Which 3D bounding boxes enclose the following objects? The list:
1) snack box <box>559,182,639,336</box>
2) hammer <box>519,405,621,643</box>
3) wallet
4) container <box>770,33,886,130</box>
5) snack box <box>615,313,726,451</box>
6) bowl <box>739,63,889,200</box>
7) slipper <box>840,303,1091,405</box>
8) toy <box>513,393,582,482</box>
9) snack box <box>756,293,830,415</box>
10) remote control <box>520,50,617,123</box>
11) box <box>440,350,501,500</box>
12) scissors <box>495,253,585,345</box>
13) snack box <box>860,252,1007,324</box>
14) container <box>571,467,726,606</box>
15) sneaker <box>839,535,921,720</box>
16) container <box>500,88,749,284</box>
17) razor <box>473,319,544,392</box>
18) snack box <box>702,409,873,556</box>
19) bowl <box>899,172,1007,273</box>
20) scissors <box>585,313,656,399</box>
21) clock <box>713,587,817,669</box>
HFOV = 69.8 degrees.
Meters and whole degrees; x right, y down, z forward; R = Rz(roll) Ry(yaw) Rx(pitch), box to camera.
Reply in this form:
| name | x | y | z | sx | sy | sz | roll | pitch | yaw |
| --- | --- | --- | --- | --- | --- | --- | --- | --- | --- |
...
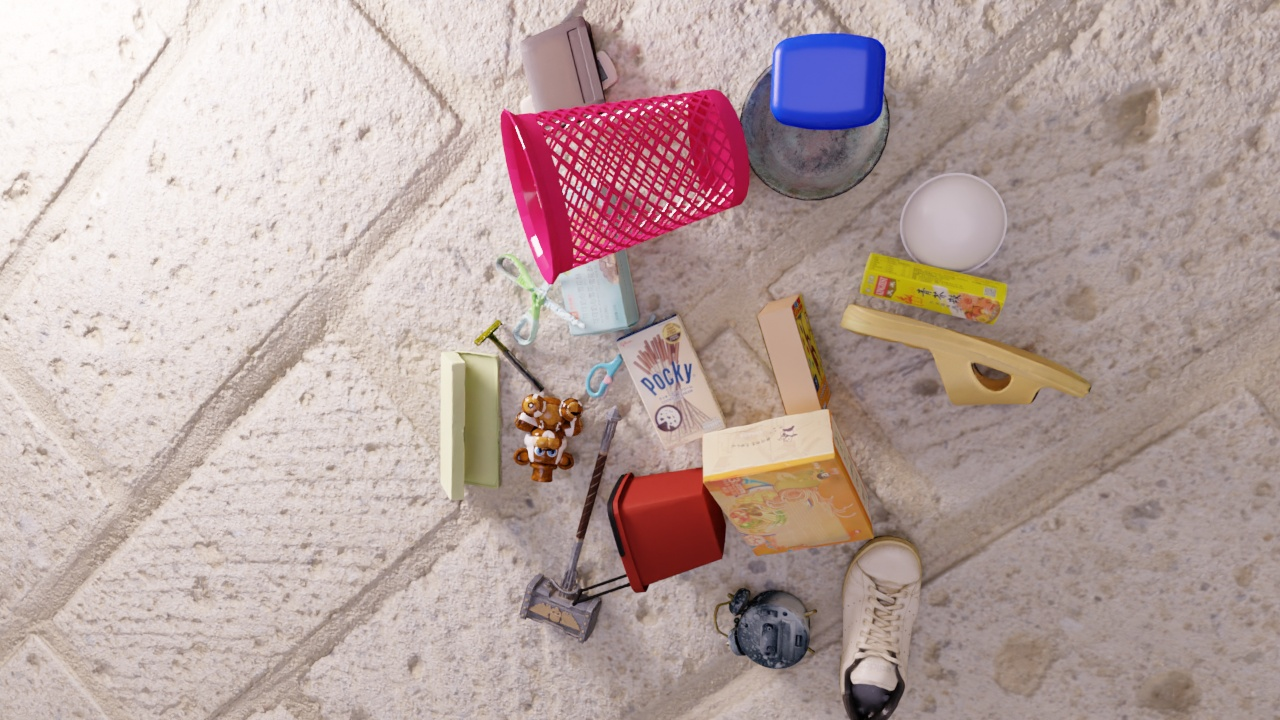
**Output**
| name | x | y | z | sx | sy | sz | roll | pitch | yaw |
| --- | --- | --- | --- | --- | --- | --- | --- | --- | --- |
| snack box | -0.058 | -0.119 | 1.094 | 0.075 | 0.053 | 0.175 | -8 | 98 | 19 |
| hammer | -0.072 | 0.207 | 1.189 | 0.098 | 0.044 | 0.322 | 19 | 107 | 11 |
| wallet | -0.090 | -0.325 | 1.054 | 0.092 | 0.018 | 0.115 | -15 | 82 | 21 |
| container | 0.189 | -0.284 | 0.934 | 0.114 | 0.058 | 0.096 | 4 | 105 | 15 |
| snack box | 0.038 | 0.027 | 1.111 | 0.082 | 0.026 | 0.150 | -24 | 97 | 10 |
| bowl | 0.189 | -0.254 | 0.995 | 0.158 | 0.038 | 0.157 | 4 | 105 | 16 |
| slipper | 0.339 | 0.007 | 0.984 | 0.263 | 0.099 | 0.078 | 20 | 99 | 15 |
| toy | -0.118 | 0.098 | 1.163 | 0.087 | 0.067 | 0.112 | 7 | 94 | -10 |
| snack box | 0.175 | -0.004 | 1.036 | 0.040 | 0.088 | 0.126 | -15 | 99 | 19 |
| remote control | -0.084 | -0.315 | 1.073 | 0.126 | 0.018 | 0.038 | -26 | 95 | 20 |
| box | -0.233 | 0.083 | 1.200 | 0.078 | 0.089 | 0.188 | 17 | 112 | 44 |
| scissors | -0.122 | -0.073 | 1.116 | 0.171 | 0.023 | 0.169 | 38 | 125 | 34 |
| snack box | 0.317 | -0.078 | 0.998 | 0.148 | 0.028 | 0.040 | 15 | 145 | 13 |
| container | -0.004 | 0.209 | 1.112 | 0.201 | 0.148 | 0.127 | -16 | 98 | 10 |
| sneaker | 0.276 | 0.329 | 1.081 | 0.089 | 0.102 | 0.242 | 8 | 105 | 15 |
| container | -0.013 | -0.199 | 0.972 | 0.225 | 0.183 | 0.183 | -17 | 100 | -12 |
| razor | -0.161 | 0.000 | 1.170 | 0.042 | 0.026 | 0.106 | -44 | 100 | -13 |
| snack box | 0.167 | 0.137 | 1.035 | 0.145 | 0.080 | 0.195 | -13 | 140 | 19 |
| bowl | 0.334 | -0.143 | 0.978 | 0.110 | 0.040 | 0.110 | 4 | 105 | 16 |
| scissors | -0.005 | 0.007 | 1.134 | 0.125 | 0.015 | 0.136 | 37 | 113 | 6 |
| clock | 0.154 | 0.332 | 1.146 | 0.129 | 0.052 | 0.090 | 5 | 105 | 15 |
